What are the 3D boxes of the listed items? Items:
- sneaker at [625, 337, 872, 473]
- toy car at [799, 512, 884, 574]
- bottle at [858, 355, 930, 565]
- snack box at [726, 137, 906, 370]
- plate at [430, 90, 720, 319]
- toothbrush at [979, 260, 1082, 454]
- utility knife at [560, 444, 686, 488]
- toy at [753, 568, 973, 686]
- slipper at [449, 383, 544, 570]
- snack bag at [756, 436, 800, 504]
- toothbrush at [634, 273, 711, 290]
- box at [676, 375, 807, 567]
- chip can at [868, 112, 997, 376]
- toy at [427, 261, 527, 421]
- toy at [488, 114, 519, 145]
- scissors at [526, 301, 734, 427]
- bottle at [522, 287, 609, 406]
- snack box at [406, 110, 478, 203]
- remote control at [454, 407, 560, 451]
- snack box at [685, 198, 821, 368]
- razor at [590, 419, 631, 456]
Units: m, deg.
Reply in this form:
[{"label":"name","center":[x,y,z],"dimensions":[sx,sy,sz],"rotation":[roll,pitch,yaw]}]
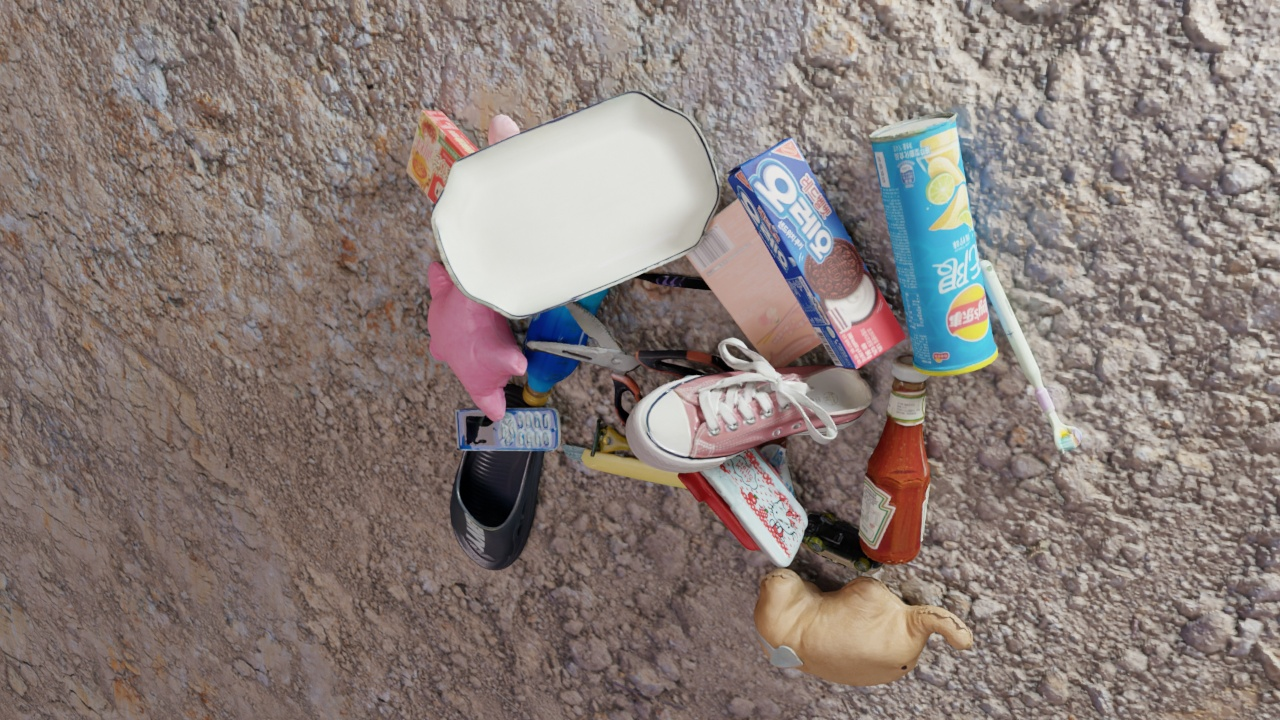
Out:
[{"label":"sneaker","center":[0.106,0.037,0.824],"dimensions":[0.088,0.240,0.118],"rotation":[115,143,-61]},{"label":"toy car","center":[0.210,0.192,0.950],"dimensions":[0.090,0.042,0.035],"rotation":[19,143,23]},{"label":"bottle","center":[0.248,0.096,0.876],"dimensions":[0.060,0.059,0.206],"rotation":[10,113,22]},{"label":"snack box","center":[0.153,-0.093,0.813],"dimensions":[0.058,0.057,0.207],"rotation":[-32,95,-5]},{"label":"plate","center":[-0.059,-0.142,0.855],"dimensions":[0.265,0.034,0.162],"rotation":[-23,93,-1]},{"label":"toothbrush","center":[0.339,-0.004,0.805],"dimensions":[0.189,0.029,0.020],"rotation":[61,164,-9]},{"label":"utility knife","center":[-0.011,0.120,1.038],"dimensions":[0.179,0.019,0.031],"rotation":[8,113,16]},{"label":"toy","center":[0.230,0.284,0.962],"dimensions":[0.226,0.082,0.143],"rotation":[0,127,24]},{"label":"slipper","center":[-0.185,0.153,1.103],"dimensions":[0.111,0.083,0.269],"rotation":[25,120,14]},{"label":"snack bag","center":[0.141,0.123,0.959],"dimensions":[0.045,0.026,0.105],"rotation":[-6,109,30]},{"label":"toothbrush","center":[0.038,-0.079,0.920],"dimensions":[0.189,0.016,0.014],"rotation":[8,116,21]},{"label":"box","center":[0.072,0.119,0.913],"dimensions":[0.095,0.100,0.201],"rotation":[-36,95,35]},{"label":"chip can","center":[0.248,-0.096,0.774],"dimensions":[0.071,0.071,0.210],"rotation":[-6,110,29]},{"label":"toy","center":[-0.178,-0.032,0.996],"dimensions":[0.194,0.074,0.179],"rotation":[41,134,37]},{"label":"toy","center":[-0.121,-0.165,0.932],"dimensions":[0.121,0.054,0.160],"rotation":[25,123,22]},{"label":"scissors","center":[-0.005,0.008,0.941],"dimensions":[0.189,0.015,0.225],"rotation":[-13,132,21]},{"label":"bottle","center":[-0.087,-0.028,0.969],"dimensions":[0.065,0.065,0.219],"rotation":[34,134,8]},{"label":"snack box","center":[-0.187,-0.186,0.936],"dimensions":[0.153,0.025,0.075],"rotation":[47,129,31]},{"label":"remote control","center":[-0.151,0.077,1.039],"dimensions":[0.125,0.024,0.049],"rotation":[-1,95,12]},{"label":"snack box","center":[0.116,-0.074,0.871],"dimensions":[0.085,0.026,0.157],"rotation":[-35,96,27]},{"label":"razor","center":[0.005,0.102,1.013],"dimensions":[0.133,0.028,0.043],"rotation":[15,97,27]}]
